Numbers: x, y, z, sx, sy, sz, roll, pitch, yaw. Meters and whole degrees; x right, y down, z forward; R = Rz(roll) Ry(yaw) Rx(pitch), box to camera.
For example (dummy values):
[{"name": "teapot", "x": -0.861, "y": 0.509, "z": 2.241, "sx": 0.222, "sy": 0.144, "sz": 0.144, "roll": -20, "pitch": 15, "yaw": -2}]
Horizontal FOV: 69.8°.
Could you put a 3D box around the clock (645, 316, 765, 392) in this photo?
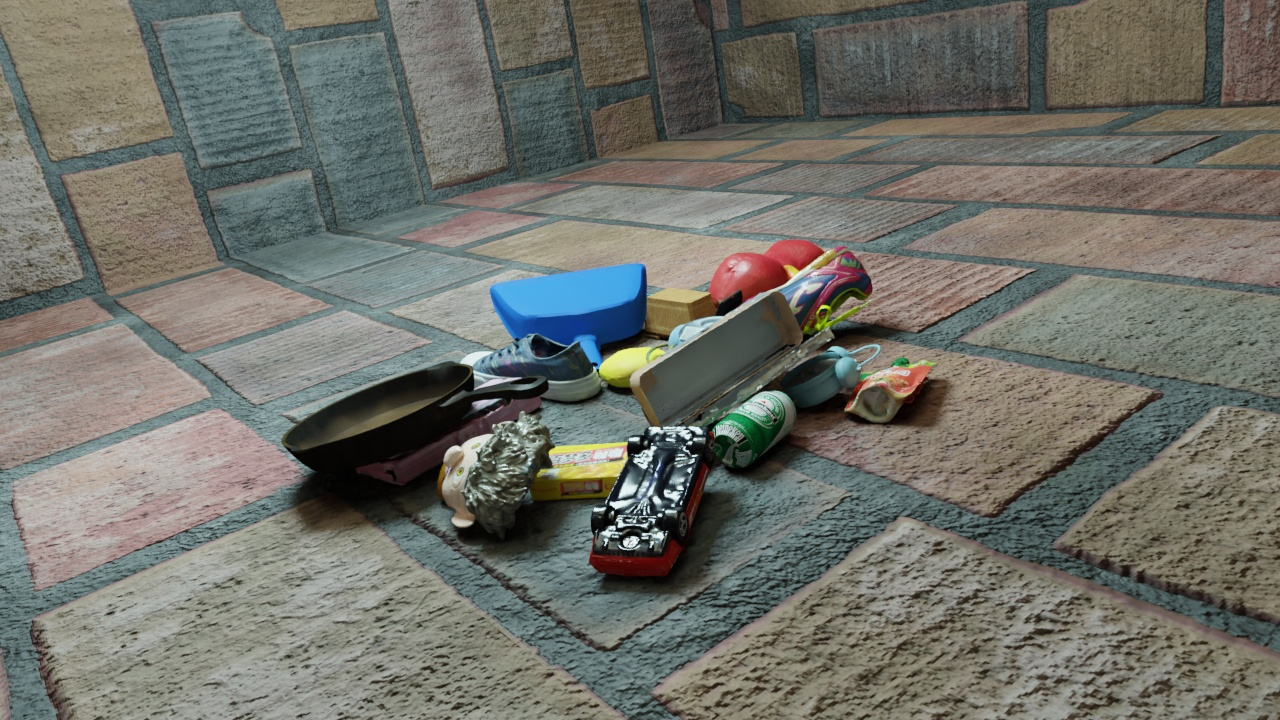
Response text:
[{"name": "clock", "x": 0.087, "y": -0.010, "z": 1.142, "sx": 0.162, "sy": 0.060, "sz": 0.117, "roll": 4, "pitch": 27, "yaw": 12}]

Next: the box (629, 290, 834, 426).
[{"name": "box", "x": 0.097, "y": 0.000, "z": 1.028, "sx": 0.215, "sy": 0.108, "sz": 0.095, "roll": -32, "pitch": -14, "yaw": -20}]

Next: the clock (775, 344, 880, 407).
[{"name": "clock", "x": 0.214, "y": 0.011, "z": 1.037, "sx": 0.123, "sy": 0.042, "sz": 0.087, "roll": -28, "pitch": 12, "yaw": 8}]

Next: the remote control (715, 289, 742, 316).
[{"name": "remote control", "x": 0.115, "y": -0.057, "z": 1.244, "sx": 0.039, "sy": 0.010, "sz": 0.125, "roll": -34, "pitch": -17, "yaw": -16}]

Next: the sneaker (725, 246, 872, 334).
[{"name": "sneaker", "x": 0.196, "y": -0.057, "z": 1.214, "sx": 0.242, "sy": 0.091, "sz": 0.116, "roll": -32, "pitch": -13, "yaw": 0}]

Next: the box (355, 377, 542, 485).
[{"name": "box", "x": -0.232, "y": 0.076, "z": 1.113, "sx": 0.098, "sy": 0.046, "sz": 0.232, "roll": 9, "pitch": 28, "yaw": 41}]

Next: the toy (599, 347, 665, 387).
[{"name": "toy", "x": -0.007, "y": 0.007, "z": 1.201, "sx": 0.095, "sy": 0.041, "sz": 0.094, "roll": -13, "pitch": 18, "yaw": -10}]

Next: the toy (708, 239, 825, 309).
[{"name": "toy", "x": 0.191, "y": -0.125, "z": 1.392, "sx": 0.215, "sy": 0.099, "sz": 0.148, "roll": -21, "pitch": 15, "yaw": -40}]

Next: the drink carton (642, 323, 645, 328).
[{"name": "drink carton", "x": -0.052, "y": -0.056, "z": 1.412, "sx": 0.122, "sy": 0.039, "sz": 0.069, "roll": -3, "pitch": 21, "yaw": 0}]

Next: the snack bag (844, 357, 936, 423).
[{"name": "snack bag", "x": 0.282, "y": 0.025, "z": 1.030, "sx": 0.087, "sy": 0.044, "sz": 0.154, "roll": -12, "pitch": 11, "yaw": 30}]

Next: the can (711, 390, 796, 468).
[{"name": "can", "x": 0.117, "y": 0.071, "z": 0.950, "sx": 0.053, "sy": 0.053, "sz": 0.100, "roll": 8, "pitch": 27, "yaw": 40}]

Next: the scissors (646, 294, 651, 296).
[{"name": "scissors", "x": 0.017, "y": -0.071, "z": 1.408, "sx": 0.103, "sy": 0.015, "sz": 0.133, "roll": 17, "pitch": 30, "yaw": 21}]

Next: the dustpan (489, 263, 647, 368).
[{"name": "dustpan", "x": -0.086, "y": -0.055, "z": 1.330, "sx": 0.245, "sy": 0.060, "sz": 0.257, "roll": -9, "pitch": 27, "yaw": -8}]

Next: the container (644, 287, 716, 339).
[{"name": "container", "x": 0.059, "y": -0.066, "z": 1.335, "sx": 0.063, "sy": 0.061, "sz": 0.114, "roll": -26, "pitch": 25, "yaw": -37}]

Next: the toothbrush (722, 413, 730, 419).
[{"name": "toothbrush", "x": 0.076, "y": 0.090, "z": 0.972, "sx": 0.021, "sy": 0.016, "sz": 0.132, "roll": -2, "pitch": 21, "yaw": 26}]

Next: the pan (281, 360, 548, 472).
[{"name": "pan", "x": -0.242, "y": 0.060, "z": 1.032, "sx": 0.357, "sy": 0.043, "sz": 0.247, "roll": -8, "pitch": 18, "yaw": 33}]

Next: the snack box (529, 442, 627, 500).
[{"name": "snack box", "x": -0.034, "y": 0.113, "z": 0.948, "sx": 0.152, "sy": 0.025, "sz": 0.075, "roll": -5, "pitch": 21, "yaw": 14}]

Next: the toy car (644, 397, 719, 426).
[{"name": "toy car", "x": 0.047, "y": 0.048, "z": 1.068, "sx": 0.091, "sy": 0.036, "sz": 0.042, "roll": -21, "pitch": 23, "yaw": -28}]

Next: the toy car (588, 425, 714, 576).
[{"name": "toy car", "x": 0.015, "y": 0.122, "z": 0.839, "sx": 0.082, "sy": 0.056, "sz": 0.188, "roll": -1, "pitch": 33, "yaw": 20}]

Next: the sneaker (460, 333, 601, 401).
[{"name": "sneaker", "x": -0.154, "y": -0.001, "z": 1.235, "sx": 0.236, "sy": 0.079, "sz": 0.087, "roll": 6, "pitch": 26, "yaw": 36}]

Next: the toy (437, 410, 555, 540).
[{"name": "toy", "x": -0.159, "y": 0.109, "z": 0.923, "sx": 0.176, "sy": 0.076, "sz": 0.132, "roll": -12, "pitch": 40, "yaw": 48}]
